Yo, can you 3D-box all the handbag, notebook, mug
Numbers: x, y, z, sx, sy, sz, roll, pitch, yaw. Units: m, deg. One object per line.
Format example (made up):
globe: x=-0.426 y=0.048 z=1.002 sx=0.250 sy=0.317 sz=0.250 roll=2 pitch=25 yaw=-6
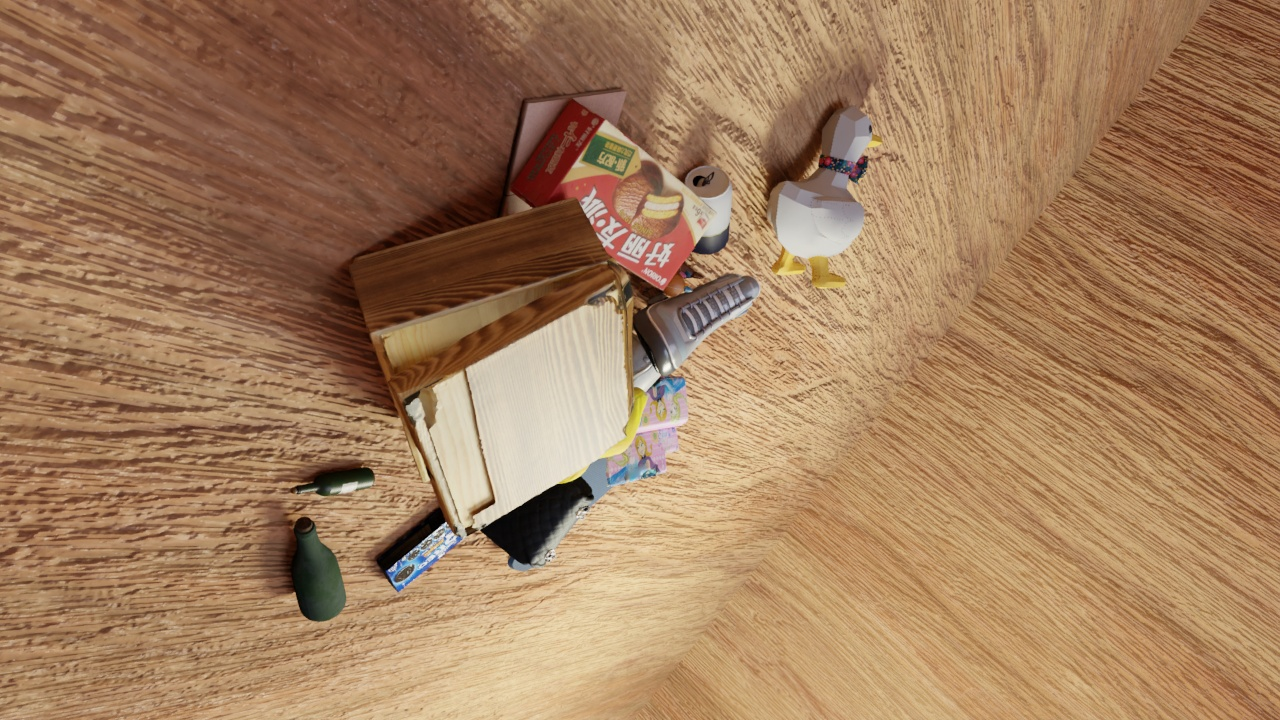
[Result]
handbag: x=-0.139 y=0.218 z=1.343 sx=0.154 sy=0.125 sz=0.114 roll=-52 pitch=156 yaw=4
notebook: x=-0.093 y=-0.187 z=0.983 sx=0.141 sy=0.008 sz=0.210 roll=-24 pitch=145 yaw=-44
mug: x=-0.008 y=0.008 z=1.294 sx=0.070 sy=0.084 sz=0.113 roll=-47 pitch=-166 yaw=0

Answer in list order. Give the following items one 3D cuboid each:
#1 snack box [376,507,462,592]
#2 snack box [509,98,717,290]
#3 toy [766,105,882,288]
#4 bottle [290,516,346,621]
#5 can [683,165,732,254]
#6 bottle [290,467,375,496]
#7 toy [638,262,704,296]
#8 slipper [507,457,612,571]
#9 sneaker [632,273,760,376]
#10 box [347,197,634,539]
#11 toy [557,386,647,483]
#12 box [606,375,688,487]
snack box: x=-0.286 y=0.246 z=1.253 sx=0.150 sy=0.027 sz=0.082 roll=-39 pitch=154 yaw=-22
snack box: x=-0.022 y=-0.171 z=0.991 sx=0.113 sy=0.060 sz=0.236 roll=-53 pitch=143 yaw=8
toy: x=0.271 y=-0.246 z=1.375 sx=0.246 sy=0.141 sz=0.268 roll=-16 pitch=122 yaw=-49
bottle: x=-0.376 y=0.235 z=1.055 sx=0.055 sy=0.055 sz=0.175 roll=-33 pitch=149 yaw=-33
can: x=0.086 y=-0.199 z=1.202 sx=0.064 sy=0.064 sz=0.127 roll=-40 pitch=154 yaw=-21
bottle: x=-0.339 y=0.135 z=1.009 sx=0.105 sy=0.025 sz=0.025 roll=-3 pitch=129 yaw=-58
toy: x=0.048 y=-0.110 z=1.216 sx=0.103 sy=0.090 sz=0.071 roll=8 pitch=114 yaw=-25
slipper: x=-0.117 y=0.212 z=1.458 sx=0.295 sy=0.060 sz=0.118 roll=-49 pitch=152 yaw=6
sneaker: x=0.083 y=-0.062 z=1.217 sx=0.160 sy=0.093 sz=0.256 roll=-26 pitch=-174 yaw=10
box: x=-0.127 y=0.012 z=0.933 sx=0.247 sy=0.176 sz=0.280 roll=-20 pitch=145 yaw=-15
toy: x=-0.067 y=0.098 z=1.210 sx=0.135 sy=0.087 sz=0.193 roll=-40 pitch=169 yaw=30
box: x=0.010 y=0.106 z=1.436 sx=0.230 sy=0.035 sz=0.159 roll=-3 pitch=89 yaw=-59
